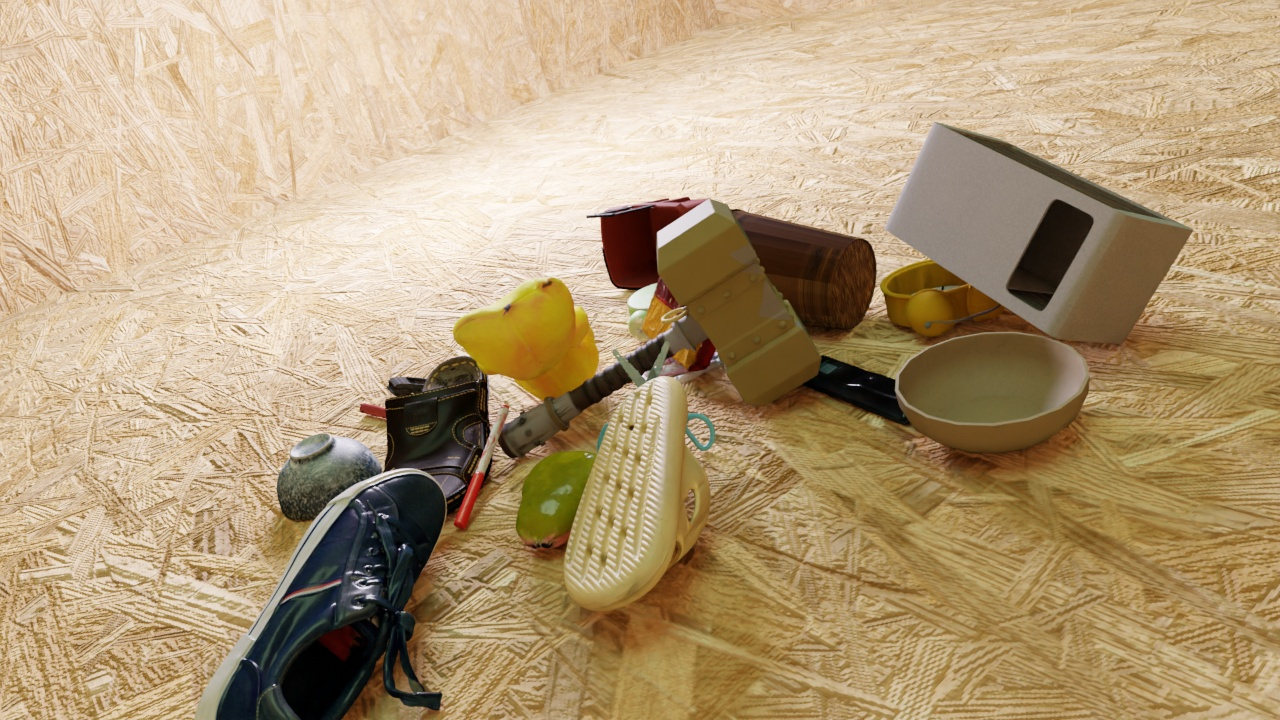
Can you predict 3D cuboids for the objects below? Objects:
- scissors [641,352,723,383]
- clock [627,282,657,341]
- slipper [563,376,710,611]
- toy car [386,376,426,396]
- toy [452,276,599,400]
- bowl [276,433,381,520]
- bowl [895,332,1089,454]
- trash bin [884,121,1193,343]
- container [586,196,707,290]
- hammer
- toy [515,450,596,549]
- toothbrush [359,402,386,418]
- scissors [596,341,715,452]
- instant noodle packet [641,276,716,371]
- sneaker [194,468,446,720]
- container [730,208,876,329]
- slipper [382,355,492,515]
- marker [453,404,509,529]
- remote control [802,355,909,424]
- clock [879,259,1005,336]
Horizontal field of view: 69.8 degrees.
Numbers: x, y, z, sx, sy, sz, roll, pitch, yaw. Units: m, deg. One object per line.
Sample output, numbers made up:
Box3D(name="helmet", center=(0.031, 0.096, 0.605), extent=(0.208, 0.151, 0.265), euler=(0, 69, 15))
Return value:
Box3D(name="scissors", center=(0.083, 0.007, 1.012), extent=(0.179, 0.016, 0.102), euler=(1, 30, 27))
Box3D(name="clock", center=(0.027, -0.062, 1.147), extent=(0.094, 0.042, 0.119), euler=(-18, 26, -1))
Box3D(name="slipper", center=(0.007, 0.115, 0.761), extent=(0.112, 0.079, 0.260), euler=(-31, 26, 26))
Box3D(name="toy car", center=(-0.255, 0.034, 1.102), extent=(0.092, 0.037, 0.040), euler=(8, 11, -30))
Box3D(name="toy", center=(-0.115, -0.012, 0.989), extent=(0.134, 0.194, 0.087), euler=(-26, 68, 2))
Box3D(name="bowl", center=(-0.347, 0.116, 0.999), extent=(0.114, 0.061, 0.114), euler=(-14, 24, 6))
Box3D(name="bowl", center=(0.297, 0.034, 0.777), extent=(0.152, 0.050, 0.152), euler=(-13, 26, 6))
Box3D(name="trash bin", center=(0.366, -0.125, 0.871), extent=(0.114, 0.115, 0.229), euler=(2, 30, -34))
Box3D(name="container", center=(0.011, -0.159, 1.254), extent=(0.148, 0.127, 0.200), euler=(3, 22, 34))
Box3D(name="hammer", center=(-0.005, 0.005, 0.927), extent=(0.325, 0.190, 0.100), euler=(-32, 16, 11))
Box3D(name="toy", center=(-0.075, 0.124, 0.825), extent=(0.090, 0.051, 0.109), euler=(-5, 31, 29))
Box3D(name="toothbrush", center=(-0.283, 0.072, 1.098), extent=(0.190, 0.016, 0.016), euler=(8, 40, 42))
Box3D(name="scissors", center=(0.016, 0.051, 0.876), extent=(0.133, 0.135, 0.015), euler=(24, 16, 5))
Box3D(name="instant noodle packet", center=(0.050, -0.054, 1.025), extent=(0.039, 0.099, 0.135), euler=(12, 18, -33))
Box3D(name="sneaker", center=(-0.207, 0.187, 0.721), extent=(0.127, 0.121, 0.293), euler=(-19, 25, 27))
Box3D(name="container", center=(0.170, -0.099, 1.047), extent=(0.167, 0.132, 0.131), euler=(15, 39, 39))
Box3D(name="slipper", center=(-0.216, 0.068, 0.974), extent=(0.113, 0.076, 0.267), euler=(-12, 35, 8))
Box3D(name="marker", center=(-0.155, 0.102, 0.907), extent=(0.013, 0.013, 0.141), euler=(-4, 49, 25))
Box3D(name="remote control", center=(0.213, 0.023, 0.885), extent=(0.047, 0.022, 0.150), euler=(-29, 28, -23))
Box3D(name="clock", center=(0.321, -0.069, 0.974), extent=(0.113, 0.052, 0.151), euler=(-17, 21, -1))
